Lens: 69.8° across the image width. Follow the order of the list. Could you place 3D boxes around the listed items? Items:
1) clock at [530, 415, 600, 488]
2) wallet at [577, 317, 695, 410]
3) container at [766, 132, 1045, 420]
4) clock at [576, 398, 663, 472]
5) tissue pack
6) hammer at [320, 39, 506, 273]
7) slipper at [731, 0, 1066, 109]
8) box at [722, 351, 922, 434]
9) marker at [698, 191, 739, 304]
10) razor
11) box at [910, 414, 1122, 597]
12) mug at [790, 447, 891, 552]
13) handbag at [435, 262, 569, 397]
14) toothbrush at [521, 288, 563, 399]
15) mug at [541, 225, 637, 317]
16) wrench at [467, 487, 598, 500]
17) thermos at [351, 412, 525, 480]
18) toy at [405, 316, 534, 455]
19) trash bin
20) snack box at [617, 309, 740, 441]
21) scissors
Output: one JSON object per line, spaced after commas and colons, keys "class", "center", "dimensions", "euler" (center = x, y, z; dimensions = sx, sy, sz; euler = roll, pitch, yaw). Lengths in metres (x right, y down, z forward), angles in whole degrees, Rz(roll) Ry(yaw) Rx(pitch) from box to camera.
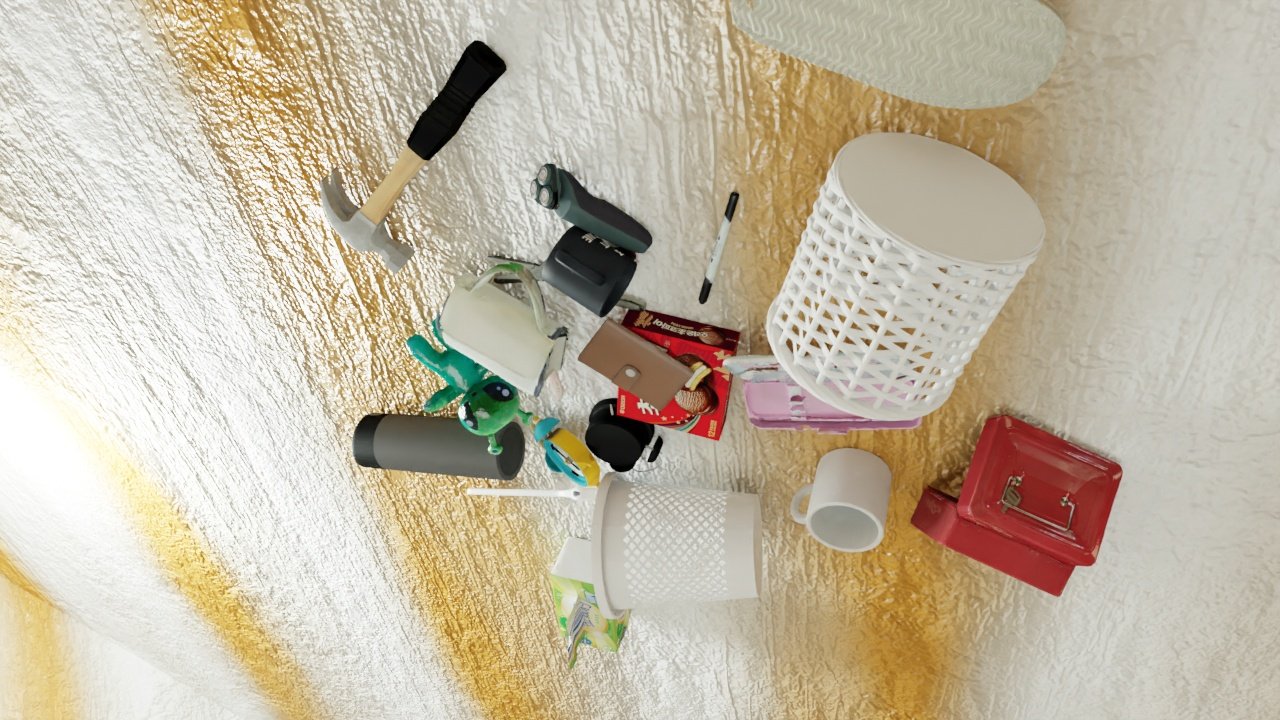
{"class": "clock", "center": [-0.102, 0.125, 1.242], "dimensions": [0.130, 0.043, 0.099], "euler": [32, 153, 34]}
{"class": "wallet", "center": [-0.006, 0.006, 1.077], "dimensions": [0.121, 0.013, 0.088], "euler": [32, 135, -8]}
{"class": "container", "center": [0.231, -0.076, 0.828], "dimensions": [0.189, 0.188, 0.187], "euler": [20, 135, 4]}
{"class": "clock", "center": [-0.021, 0.105, 1.208], "dimensions": [0.091, 0.042, 0.121], "euler": [-23, 119, 37]}
{"class": "tissue pack", "center": [-0.086, 0.395, 1.438], "dimensions": [0.120, 0.141, 0.198], "euler": [6, 133, 18]}
{"class": "hammer", "center": [-0.247, -0.223, 1.004], "dimensions": [0.131, 0.039, 0.329], "euler": [41, 133, -14]}
{"class": "slipper", "center": [0.206, -0.281, 0.744], "dimensions": [0.263, 0.052, 0.115], "euler": [15, 133, 4]}
{"class": "box", "center": [0.206, 0.023, 1.026], "dimensions": [0.202, 0.066, 0.154], "euler": [-2, 140, 24]}
{"class": "marker", "center": [0.082, -0.117, 0.979], "dimensions": [0.011, 0.011, 0.152], "euler": [20, 136, 5]}
{"class": "razor", "center": [-0.050, -0.158, 0.978], "dimensions": [0.143, 0.052, 0.047], "euler": [28, 135, -17]}
{"class": "box", "center": [0.420, 0.173, 1.057], "dimensions": [0.156, 0.156, 0.170], "euler": [26, 163, -2]}
{"class": "mug", "center": [0.241, 0.172, 1.125], "dimensions": [0.121, 0.089, 0.091], "euler": [-10, 126, 30]}
{"class": "handbag", "center": [-0.160, -0.047, 1.077], "dimensions": [0.151, 0.073, 0.176], "euler": [31, 144, 6]}
{"class": "toothbrush", "center": [-0.122, -0.015, 1.159], "dimensions": [0.016, 0.018, 0.181], "euler": [7, 134, 21]}
{"class": "mug", "center": [-0.058, -0.096, 0.976], "dimensions": [0.077, 0.105, 0.071], "euler": [33, 96, 7]}
{"class": "wrench", "center": [-0.153, 0.193, 1.338], "dimensions": [0.274, 0.018, 0.066], "euler": [-5, 169, 36]}
{"class": "thermos", "center": [-0.291, 0.121, 1.312], "dimensions": [0.241, 0.082, 0.082], "euler": [2, 132, 22]}
{"class": "toy", "center": [-0.220, 0.030, 1.199], "dimensions": [0.130, 0.072, 0.193], "euler": [-38, 99, 1]}
{"class": "trash bin", "center": [0.056, 0.245, 1.220], "dimensions": [0.200, 0.195, 0.196], "euler": [-2, 131, 12]}
{"class": "snack box", "center": [0.042, 0.018, 1.104], "dimensions": [0.133, 0.035, 0.152], "euler": [14, 135, 11]}
{"class": "scissors", "center": [-0.078, -0.099, 1.062], "dimensions": [0.179, 0.015, 0.186], "euler": [37, 135, -12]}
